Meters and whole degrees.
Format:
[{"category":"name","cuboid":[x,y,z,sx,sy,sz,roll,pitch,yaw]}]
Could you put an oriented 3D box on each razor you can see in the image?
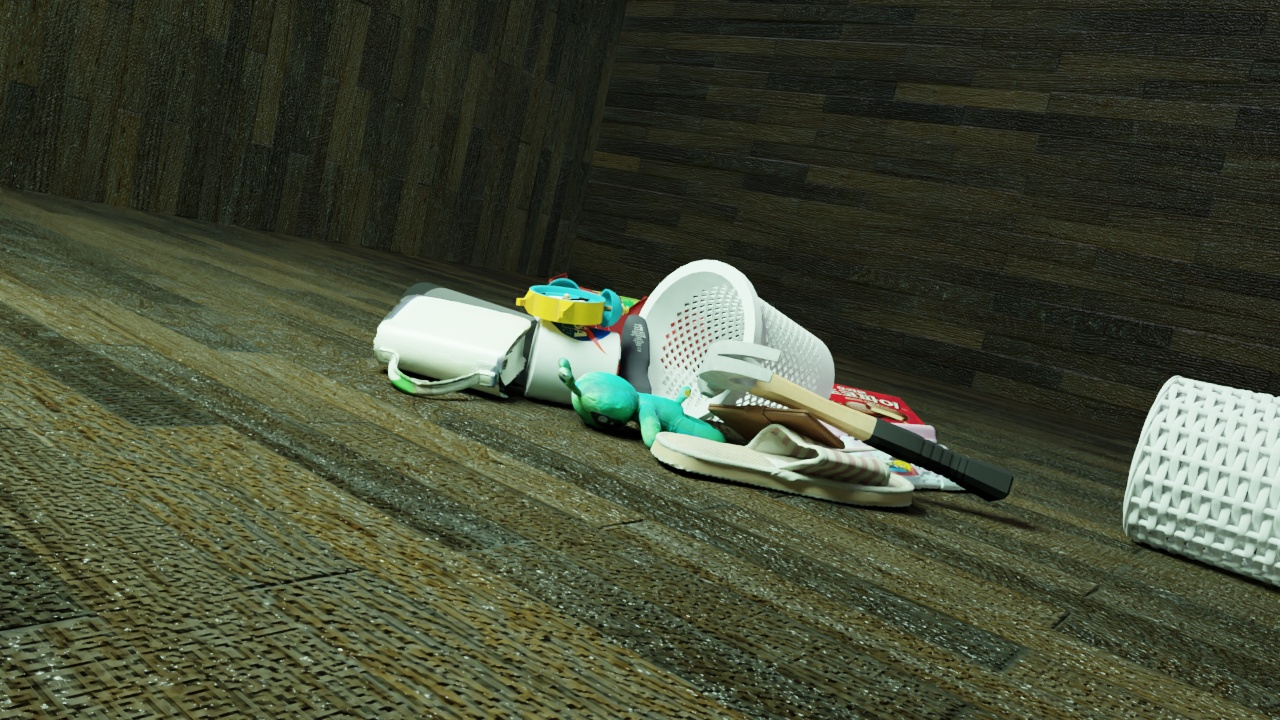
[{"category":"razor","cuboid":[-0.006,0.006,1.073,0.047,0.142,0.052,11,-33,-15]}]

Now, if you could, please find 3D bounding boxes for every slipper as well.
[{"category":"slipper","cuboid":[0.140,0.093,0.873,0.262,0.052,0.115,11,6,-15]}]

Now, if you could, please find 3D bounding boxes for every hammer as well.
[{"category":"hammer","cuboid":[0.215,0.063,0.922,0.328,0.039,0.131,24,-15,-2]}]

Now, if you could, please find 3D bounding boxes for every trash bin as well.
[{"category":"trash bin","cuboid":[0.125,0.002,1.122,0.199,0.195,0.196,20,0,-41]}]

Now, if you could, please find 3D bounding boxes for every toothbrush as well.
[{"category":"toothbrush","cuboid":[0.195,0.099,0.962,0.181,0.016,0.018,-1,49,-11]}]

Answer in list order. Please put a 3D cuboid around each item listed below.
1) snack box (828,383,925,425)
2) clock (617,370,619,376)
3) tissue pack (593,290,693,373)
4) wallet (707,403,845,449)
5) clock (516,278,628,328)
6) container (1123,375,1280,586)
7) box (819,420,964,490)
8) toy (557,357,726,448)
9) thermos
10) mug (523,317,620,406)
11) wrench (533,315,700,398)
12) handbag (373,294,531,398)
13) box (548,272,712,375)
[{"category":"snack box","cuboid":[0.316,0.078,1.312,0.152,0.036,0.132,12,17,-7]},{"category":"clock","cuboid":[-0.068,0.018,1.150,0.121,0.042,0.091,17,8,31]},{"category":"tissue pack","cuboid":[-0.022,-0.035,1.434,0.197,0.120,0.141,17,-10,-15]},{"category":"wallet","cuboid":[0.139,0.067,0.941,0.121,0.013,0.087,2,-26,43]},{"category":"clock","cuboid":[-0.076,-0.063,1.027,0.099,0.044,0.129,16,14,27]},{"category":"container","cuboid":[0.622,0.125,0.933,0.187,0.189,0.189,17,8,40]},{"category":"box","cuboid":[0.286,0.099,1.065,0.201,0.066,0.154,7,9,-37]},{"category":"toy","cuboid":[-0.002,0.047,0.949,0.193,0.072,0.130,21,4,-13]},{"category":"thermos","cuboid":[-0.212,-0.037,1.168,0.241,0.082,0.082,18,9,41]},{"category":"mug","cuboid":[-0.080,0.002,1.046,0.090,0.091,0.121,12,6,-11]},{"category":"wrench","cuboid":[-0.022,-0.004,1.145,0.273,0.018,0.066,28,32,-31]},{"category":"handbag","cuboid":[-0.211,0.003,0.977,0.151,0.074,0.175,12,26,5]},{"category":"box","cuboid":[-0.009,-0.052,1.267,0.170,0.157,0.157,-19,24,-27]}]
